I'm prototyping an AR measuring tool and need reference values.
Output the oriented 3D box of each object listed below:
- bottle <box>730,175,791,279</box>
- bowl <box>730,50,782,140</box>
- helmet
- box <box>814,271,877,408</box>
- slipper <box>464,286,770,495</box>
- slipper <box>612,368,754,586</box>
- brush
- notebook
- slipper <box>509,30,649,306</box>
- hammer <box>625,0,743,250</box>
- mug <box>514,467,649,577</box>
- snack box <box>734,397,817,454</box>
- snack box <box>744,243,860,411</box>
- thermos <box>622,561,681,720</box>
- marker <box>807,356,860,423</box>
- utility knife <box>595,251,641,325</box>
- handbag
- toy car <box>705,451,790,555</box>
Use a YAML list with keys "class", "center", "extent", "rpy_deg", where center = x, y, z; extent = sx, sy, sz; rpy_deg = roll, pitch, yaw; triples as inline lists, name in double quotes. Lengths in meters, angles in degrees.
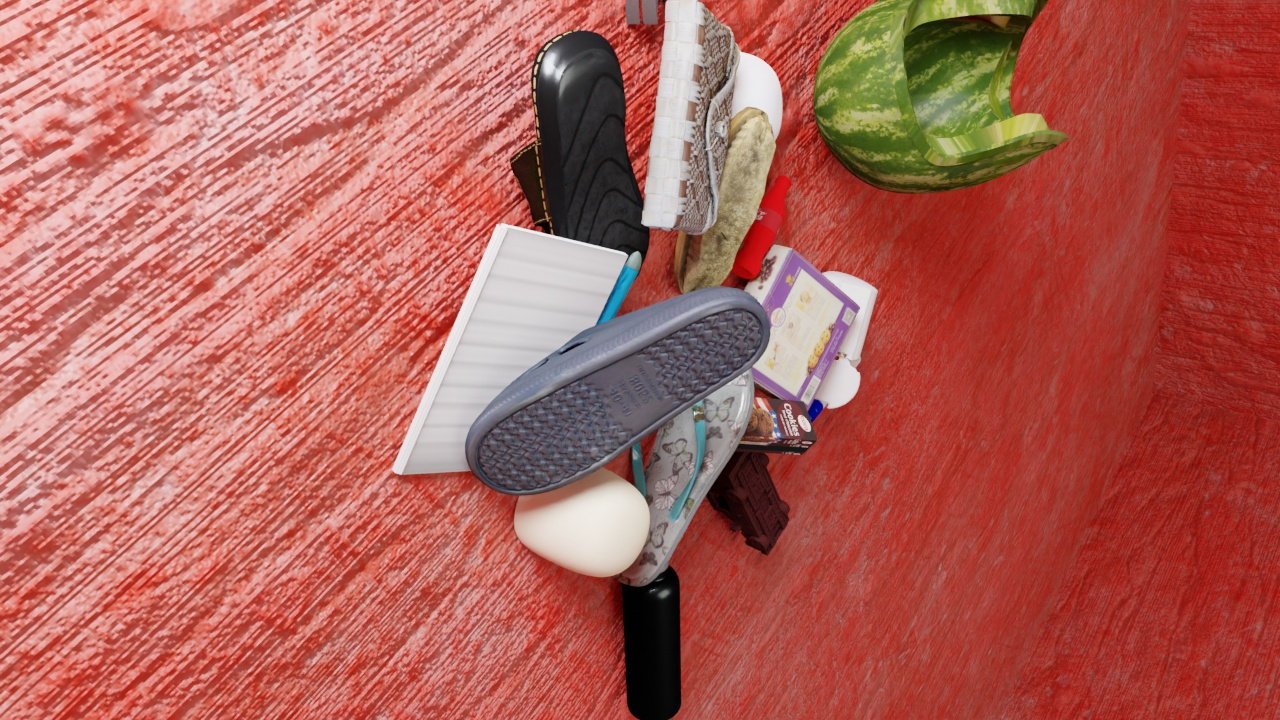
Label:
- class: "bottle"
  center: [0.132, -0.146, 0.988]
  extent: [0.036, 0.036, 0.119]
  rpy_deg: [41, 70, -50]
- class: "bowl"
  center: [0.115, -0.246, 0.893]
  extent: [0.109, 0.041, 0.110]
  rpy_deg: [3, 89, -71]
- class: "helmet"
  center: [0.308, -0.289, 0.990]
  extent: [0.243, 0.247, 0.213]
  rpy_deg: [-150, -126, -88]
- class: "box"
  center: [0.237, -0.025, 1.130]
  extent: [0.083, 0.092, 0.166]
  rpy_deg: [10, 99, -13]
- class: "slipper"
  center: [-0.028, 0.010, 0.737]
  extent: [0.268, 0.083, 0.111]
  rpy_deg: [-30, 133, 7]
- class: "slipper"
  center: [0.036, 0.097, 0.912]
  extent: [0.054, 0.098, 0.268]
  rpy_deg: [33, 79, -53]
- class: "brush"
  center: [0.078, -0.144, 0.876]
  extent: [0.059, 0.043, 0.196]
  rpy_deg: [6, 120, -27]
- class: "notebook"
  center: [-0.100, -0.001, 0.726]
  extent: [0.142, 0.009, 0.210]
  rpy_deg: [5, 117, -52]
- class: "slipper"
  center: [-0.050, -0.144, 0.737]
  extent: [0.112, 0.076, 0.268]
  rpy_deg: [-41, 148, -23]
- class: "hammer"
  center: [0.058, -0.242, 0.865]
  extent: [0.115, 0.033, 0.323]
  rpy_deg: [-46, 136, -33]
- class: "mug"
  center: [-0.039, 0.148, 0.835]
  extent: [0.120, 0.100, 0.096]
  rpy_deg: [35, 76, -51]
- class: "snack box"
  center: [0.119, 0.069, 0.991]
  extent: [0.140, 0.051, 0.032]
  rpy_deg: [6, 142, -27]
- class: "snack box"
  center: [0.164, -0.033, 1.026]
  extent: [0.148, 0.041, 0.143]
  rpy_deg: [32, 85, -39]
- class: "thermos"
  center: [0.012, 0.277, 0.980]
  extent: [0.061, 0.061, 0.232]
  rpy_deg: [-26, 123, -44]
- class: "marker"
  center: [0.250, 0.033, 1.217]
  extent: [0.132, 0.023, 0.027]
  rpy_deg: [-45, 113, -31]
- class: "utility knife"
  center: [-0.048, -0.004, 0.799]
  extent: [0.205, 0.015, 0.031]
  rpy_deg: [-62, 162, 10]
- class: "handbag"
  center: [0.047, -0.200, 0.777]
  extent: [0.124, 0.047, 0.186]
  rpy_deg: [-17, 115, -68]
- class: "toy car"
  center: [0.120, 0.154, 1.068]
  extent: [0.070, 0.062, 0.170]
  rpy_deg: [-53, 138, -24]
